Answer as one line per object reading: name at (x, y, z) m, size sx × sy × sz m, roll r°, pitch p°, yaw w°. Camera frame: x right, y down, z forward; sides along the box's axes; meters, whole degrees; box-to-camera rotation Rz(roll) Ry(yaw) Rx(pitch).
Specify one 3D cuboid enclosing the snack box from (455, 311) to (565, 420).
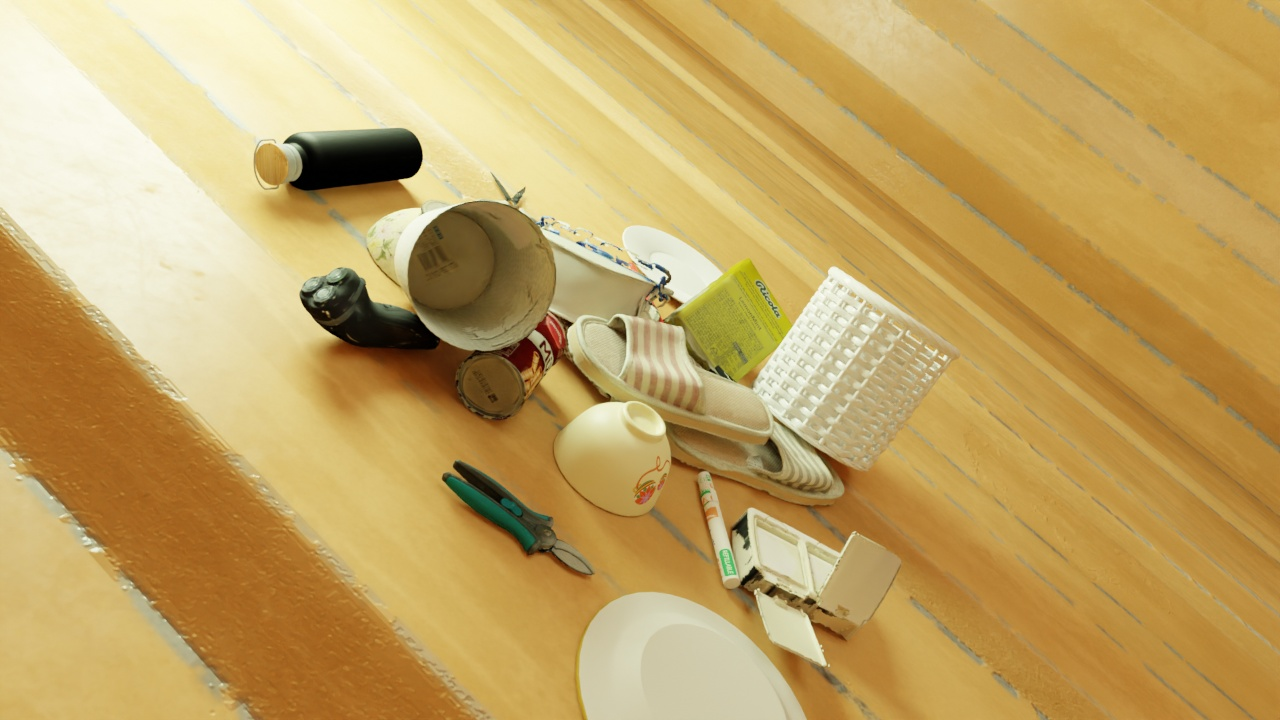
snack box at (-0.124, 0.001, 0.891) m, size 0.072 × 0.072 × 0.121 m, roll 35°, pitch 28°, yaw -3°

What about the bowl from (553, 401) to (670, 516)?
bowl at (-0.015, 0.081, 0.886) m, size 0.118 × 0.074 × 0.117 m, roll 28°, pitch 28°, yaw -17°

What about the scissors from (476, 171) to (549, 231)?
scissors at (-0.169, -0.200, 1.219) m, size 0.157 × 0.013 × 0.170 m, roll 43°, pitch 28°, yaw 9°

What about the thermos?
thermos at (-0.334, -0.221, 1.008) m, size 0.061 × 0.061 × 0.230 m, roll 41°, pitch 27°, yaw 10°

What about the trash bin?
trash bin at (-0.168, -0.088, 0.872) m, size 0.133 × 0.133 × 0.161 m, roll 22°, pitch 2°, yaw -26°

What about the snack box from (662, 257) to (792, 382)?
snack box at (0.114, -0.042, 1.185) m, size 0.180 × 0.045 × 0.121 m, roll -38°, pitch 96°, yaw -40°

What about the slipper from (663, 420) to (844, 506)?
slipper at (0.132, 0.102, 1.053) m, size 0.272 × 0.054 × 0.114 m, roll 19°, pitch 27°, yaw -30°

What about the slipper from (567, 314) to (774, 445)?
slipper at (0.044, 0.015, 0.976) m, size 0.262 × 0.052 × 0.114 m, roll 24°, pitch 36°, yaw -26°

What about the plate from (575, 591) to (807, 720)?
plate at (0.054, 0.273, 0.720) m, size 0.229 × 0.021 × 0.229 m, roll 28°, pitch 28°, yaw -17°

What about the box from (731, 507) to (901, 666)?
box at (0.177, 0.212, 0.874) m, size 0.143 × 0.099 × 0.183 m, roll 28°, pitch 28°, yaw -16°

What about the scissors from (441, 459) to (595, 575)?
scissors at (-0.103, 0.136, 0.762) m, size 0.139 × 0.019 × 0.136 m, roll 6°, pitch 42°, yaw -46°

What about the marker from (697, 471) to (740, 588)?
marker at (0.077, 0.166, 0.921) m, size 0.017 × 0.017 × 0.145 m, roll 23°, pitch 30°, yaw -24°

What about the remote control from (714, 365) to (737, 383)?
remote control at (0.125, 0.043, 1.122) m, size 0.030 × 0.009 × 0.140 m, roll 56°, pitch 9°, yaw 34°

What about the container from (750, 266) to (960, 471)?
container at (0.265, 0.011, 1.153) m, size 0.189 × 0.187 × 0.189 m, roll 33°, pitch 11°, yaw -8°

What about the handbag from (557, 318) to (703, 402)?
handbag at (-0.006, 0.006, 1.049) m, size 0.185 × 0.047 × 0.124 m, roll 5°, pitch 33°, yaw -46°

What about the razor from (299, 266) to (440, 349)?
razor at (-0.240, -0.043, 0.835) m, size 0.053 × 0.064 × 0.140 m, roll 32°, pitch 8°, yaw 38°

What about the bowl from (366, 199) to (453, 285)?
bowl at (-0.216, -0.128, 0.996) m, size 0.145 × 0.063 × 0.145 m, roll 28°, pitch 28°, yaw -17°

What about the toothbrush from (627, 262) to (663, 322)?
toothbrush at (0.000, -0.088, 1.203) m, size 0.018 × 0.012 × 0.212 m, roll 11°, pitch 24°, yaw -17°

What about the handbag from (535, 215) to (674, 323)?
handbag at (-0.052, -0.102, 1.077) m, size 0.201 × 0.093 × 0.199 m, roll 27°, pitch 13°, yaw 18°

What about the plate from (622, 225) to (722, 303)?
plate at (0.059, -0.130, 1.370) m, size 0.208 × 0.015 × 0.208 m, roll 28°, pitch 28°, yaw -17°
